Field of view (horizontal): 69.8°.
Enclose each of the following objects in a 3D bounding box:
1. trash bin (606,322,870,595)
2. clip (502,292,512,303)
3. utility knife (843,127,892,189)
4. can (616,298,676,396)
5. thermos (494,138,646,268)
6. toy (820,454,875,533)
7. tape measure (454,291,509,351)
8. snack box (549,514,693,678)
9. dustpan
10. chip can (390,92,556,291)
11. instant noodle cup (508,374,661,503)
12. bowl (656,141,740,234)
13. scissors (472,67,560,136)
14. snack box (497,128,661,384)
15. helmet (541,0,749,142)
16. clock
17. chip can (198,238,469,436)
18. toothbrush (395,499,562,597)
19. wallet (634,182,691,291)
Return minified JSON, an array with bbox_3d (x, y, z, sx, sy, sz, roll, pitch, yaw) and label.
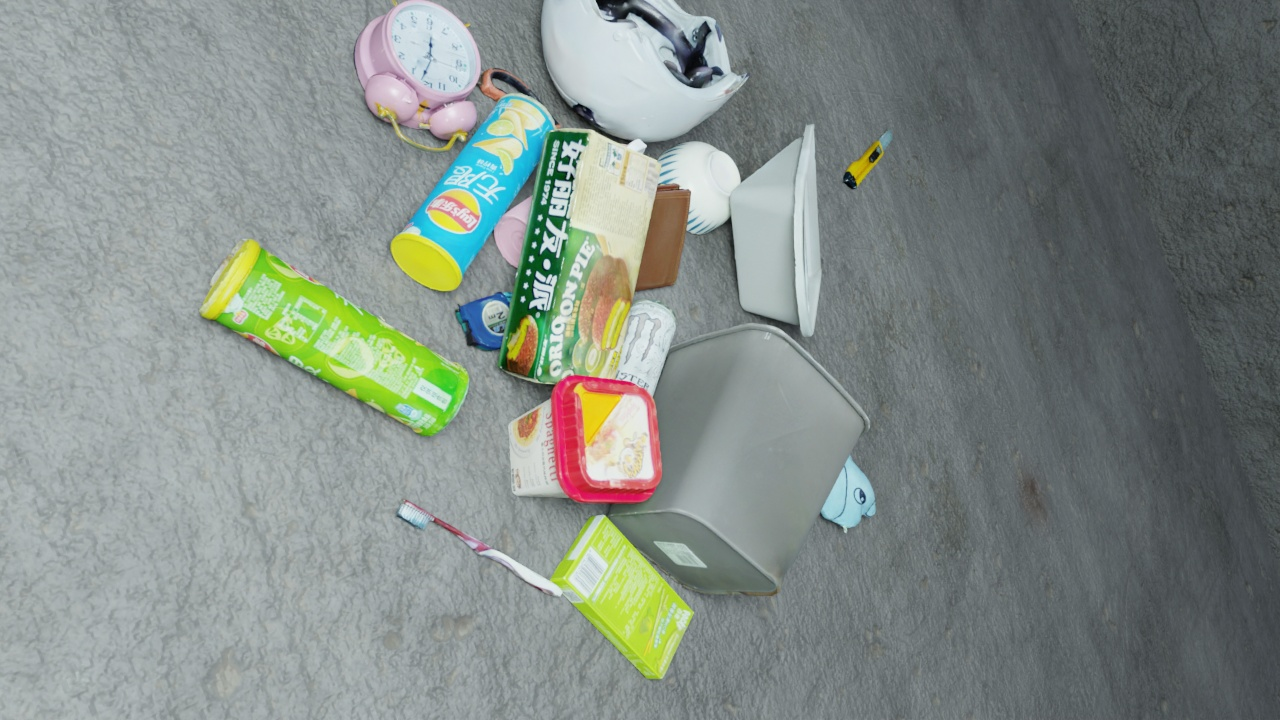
[{"bbox_3d":[0.093,0.112,0.966,0.199,0.199,0.219,42,59,-23],"label":"trash bin"},{"bbox_3d":[-0.121,-0.059,0.939,0.055,0.013,0.034,17,64,-41],"label":"clip"},{"bbox_3d":[0.377,-0.335,1.498,0.033,0.015,0.217,57,46,-16],"label":"utility knife"},{"bbox_3d":[-0.006,0.006,0.992,0.058,0.058,0.146,39,53,-27],"label":"can"},{"bbox_3d":[-0.063,-0.173,0.973,0.067,0.087,0.198,47,52,0],"label":"thermos"},{"bbox_3d":[0.249,0.145,1.190,0.161,0.050,0.156,25,59,-26],"label":"toy"},{"bbox_3d":[-0.149,-0.036,0.896,0.058,0.025,0.054,-24,95,-41],"label":"tape measure"},{"bbox_3d":[-0.015,0.239,0.925,0.156,0.026,0.085,49,48,-19],"label":"snack box"},{"bbox_3d":[0.212,-0.151,1.151,0.257,0.143,0.223,-33,127,-38],"label":"dustpan"},{"bbox_3d":[-0.157,-0.167,0.889,0.071,0.071,0.209,42,56,-25],"label":"chip can"},{"bbox_3d":[-0.059,0.083,0.869,0.116,0.124,0.116,8,70,-42],"label":"instant noodle cup"},{"bbox_3d":[0.081,-0.223,1.147,0.116,0.066,0.116,16,66,-39],"label":"bowl"},{"bbox_3d":[-0.099,-0.240,1.022,0.212,0.015,0.197,-37,101,-45],"label":"scissors"},{"bbox_3d":[-0.058,-0.095,0.902,0.114,0.063,0.240,7,96,-52],"label":"snack box"},{"bbox_3d":[-0.019,-0.344,1.035,0.228,0.146,0.258,1,49,-46],"label":"helmet"},{"bbox_3d":[-0.213,-0.275,0.894,0.117,0.060,0.158,11,70,-40],"label":"clock"},{"bbox_3d":[-0.246,-0.013,0.764,0.221,0.073,0.072,35,55,-29],"label":"chip can"},{"bbox_3d":[-0.143,0.176,0.835,0.187,0.016,0.017,38,61,-28],"label":"toothbrush"},{"bbox_3d":[0.009,-0.137,1.039,0.101,0.032,0.125,-16,123,-48],"label":"wallet"}]
